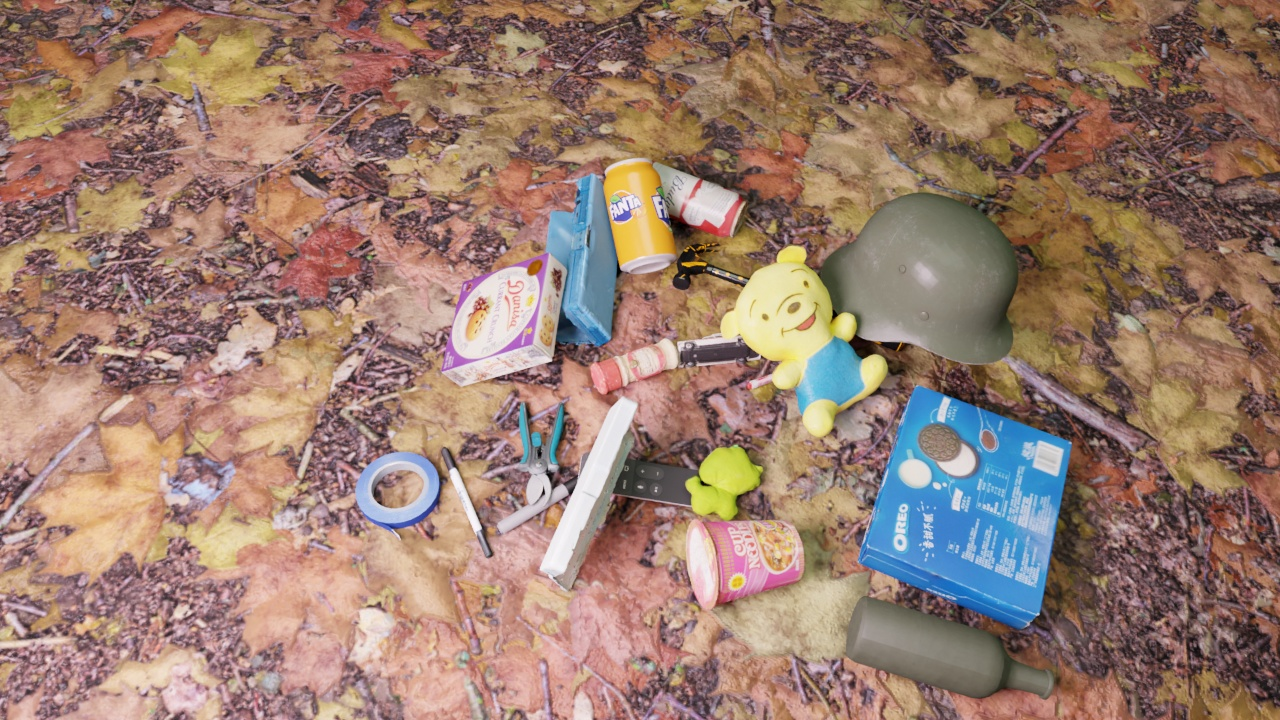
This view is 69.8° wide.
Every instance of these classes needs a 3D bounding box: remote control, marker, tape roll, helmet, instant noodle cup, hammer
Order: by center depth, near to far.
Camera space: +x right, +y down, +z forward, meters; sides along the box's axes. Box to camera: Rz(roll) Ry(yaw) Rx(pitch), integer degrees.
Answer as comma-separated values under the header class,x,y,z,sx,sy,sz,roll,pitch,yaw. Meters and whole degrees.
class,x,y,z,sx,sy,sz,roll,pitch,yaw
instant noodle cup,0.117,0.217,1.008,0.108,0.098,0.097,-5,57,-16
tape roll,-0.281,0.150,1.065,0.091,0.016,0.092,33,61,16
marker,-0.203,0.163,1.066,0.011,0.011,0.152,-21,62,-17
marker,-0.104,0.160,1.071,0.140,0.016,0.016,-30,64,-20
remote control,0.000,0.141,1.082,0.146,0.008,0.045,10,65,-5
helmet,0.379,-0.119,1.171,0.226,0.154,0.267,-20,56,-30
marker,0.202,0.011,1.190,0.142,0.013,0.012,-19,60,-15
hammer,0.202,-0.084,1.230,0.321,0.036,0.123,20,38,6

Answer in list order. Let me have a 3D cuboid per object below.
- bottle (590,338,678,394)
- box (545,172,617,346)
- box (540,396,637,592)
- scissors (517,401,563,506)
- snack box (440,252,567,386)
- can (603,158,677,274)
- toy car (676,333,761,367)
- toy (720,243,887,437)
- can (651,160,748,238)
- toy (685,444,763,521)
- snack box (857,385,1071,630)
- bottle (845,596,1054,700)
class,x,y,z,sx,sy,sz,roll,pitch,yaw
bottle,-0.007,0.007,1.161,0.109,0.044,0.044,-19,61,-16
box,-0.092,-0.130,1.236,0.102,0.094,0.231,-13,55,23
box,-0.053,0.145,0.994,0.049,0.136,0.196,21,69,10
scissors,-0.122,0.103,1.100,0.127,0.019,0.153,-36,62,-28
snack box,-0.169,-0.050,1.145,0.148,0.040,0.143,-15,51,28
can,-0.002,-0.193,1.240,0.079,0.079,0.142,-11,83,-10
toy car,0.101,-0.017,1.188,0.113,0.039,0.039,-5,37,-7
toy,0.200,-0.024,1.143,0.148,0.084,0.214,-36,85,-18
can,0.064,-0.230,1.303,0.170,0.067,0.067,23,59,10
toy,0.099,0.143,1.082,0.094,0.036,0.093,12,67,-14
snack box,0.382,0.166,1.076,0.195,0.056,0.238,21,59,10
bottle,0.326,0.311,0.969,0.207,0.072,0.071,15,57,6
